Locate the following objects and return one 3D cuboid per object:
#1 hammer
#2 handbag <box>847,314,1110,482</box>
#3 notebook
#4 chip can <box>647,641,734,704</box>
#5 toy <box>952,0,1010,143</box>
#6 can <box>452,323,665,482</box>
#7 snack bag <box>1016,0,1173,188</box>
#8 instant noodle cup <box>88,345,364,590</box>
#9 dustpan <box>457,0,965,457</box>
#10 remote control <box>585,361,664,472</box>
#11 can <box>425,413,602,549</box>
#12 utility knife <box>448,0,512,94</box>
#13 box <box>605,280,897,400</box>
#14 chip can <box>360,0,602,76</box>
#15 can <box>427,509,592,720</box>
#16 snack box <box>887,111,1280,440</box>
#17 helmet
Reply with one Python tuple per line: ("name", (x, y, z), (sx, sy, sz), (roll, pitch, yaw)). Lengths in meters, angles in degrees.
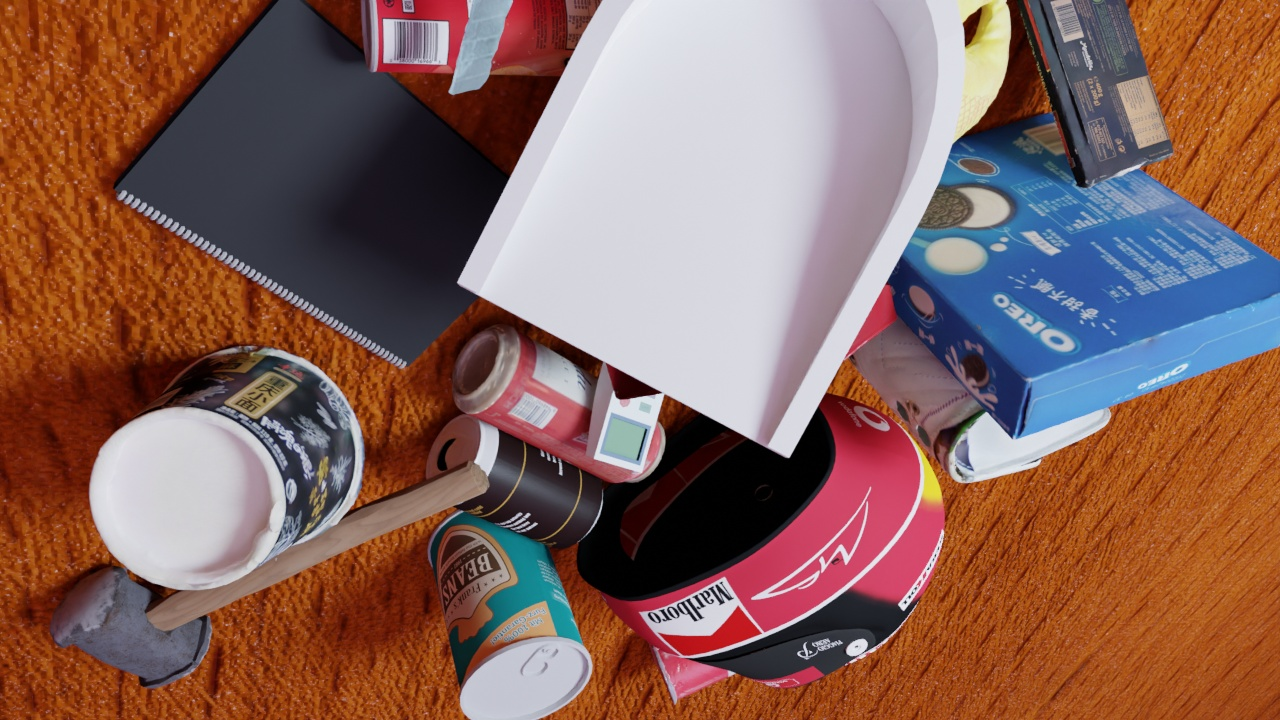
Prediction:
("hammer", (-0.255, 0.143, 0.645), (0.329, 0.052, 0.098), (-25, 133, 11))
("handbag", (0.229, -0.012, 0.673), (0.142, 0.198, 0.096), (-22, 134, -6))
("notebook", (-0.173, -0.093, 0.551), (0.149, 0.016, 0.206), (-43, 131, 11))
("chip can", (0.126, 0.269, 0.941), (0.233, 0.073, 0.073), (-22, 132, -8))
("toy", (0.176, -0.191, 0.598), (0.170, 0.064, 0.155), (12, 109, -40))
("can", (-0.056, 0.036, 0.672), (0.067, 0.067, 0.170), (-45, 130, 15))
("snack bag", (0.303, -0.198, 0.615), (0.074, 0.018, 0.155), (-18, 91, -11))
("instant noodle cup", (-0.248, 0.067, 0.545), (0.137, 0.112, 0.137), (0, 100, -2))
("dustpan", (0.052, -0.110, 0.463), (0.191, 0.053, 0.257), (28, 84, -1))
("remote control", (-0.004, 0.004, 0.655), (0.049, 0.024, 0.143), (22, 81, -43))
("can", (-0.093, 0.093, 0.699), (0.072, 0.072, 0.128), (-45, 131, 15))
("utility knife", (-0.048, -0.221, 0.399), (0.031, 0.015, 0.225), (9, 120, -27))
("box", (0.064, -0.072, 0.578), (0.158, 0.156, 0.146), (-11, -176, 32))
("chip can", (-0.042, -0.184, 0.511), (0.214, 0.051, 0.052), (-5, 128, -20))
("can", (-0.107, 0.196, 0.726), (0.099, 0.144, 0.099), (-12, 131, -15))
("snack box", (0.264, -0.070, 0.612), (0.195, 0.238, 0.056), (-17, 135, -11))
("helmet", (0.117, 0.153, 0.755), (0.271, 0.197, 0.224), (-36, 125, 6))
